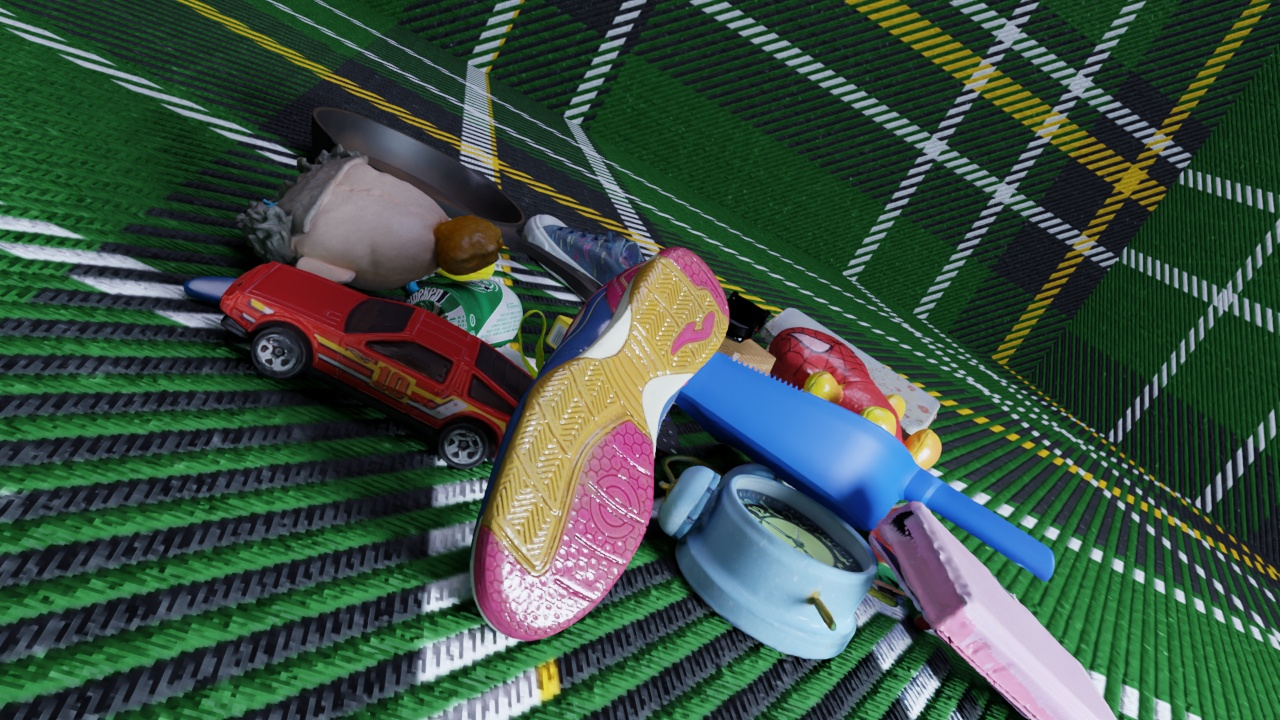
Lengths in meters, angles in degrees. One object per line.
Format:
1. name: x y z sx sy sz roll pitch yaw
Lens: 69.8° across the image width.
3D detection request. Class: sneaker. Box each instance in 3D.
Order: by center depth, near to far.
1. sneaker: -0.028 0.041 0.481 0.116 0.091 0.241 50 46 -21
2. sneaker: -0.040 -0.106 0.987 0.087 0.079 0.235 12 24 -48

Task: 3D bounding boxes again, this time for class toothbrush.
1. toothbrush: -0.211 -0.034 0.561 0.132 0.016 0.021 12 52 -50

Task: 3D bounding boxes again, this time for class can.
1. can: -0.123 -0.029 0.642 0.053 0.053 0.101 34 16 11

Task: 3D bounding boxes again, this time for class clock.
1. clock: 0.072 0.111 0.562 0.162 0.060 0.118 37 18 30

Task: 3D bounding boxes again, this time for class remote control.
1. remote control: 0.009 0.047 0.732 0.039 0.010 0.124 27 16 -14

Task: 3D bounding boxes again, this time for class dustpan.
1. dustpan: 0.155 0.086 0.638 0.258 0.059 0.245 34 -3 21

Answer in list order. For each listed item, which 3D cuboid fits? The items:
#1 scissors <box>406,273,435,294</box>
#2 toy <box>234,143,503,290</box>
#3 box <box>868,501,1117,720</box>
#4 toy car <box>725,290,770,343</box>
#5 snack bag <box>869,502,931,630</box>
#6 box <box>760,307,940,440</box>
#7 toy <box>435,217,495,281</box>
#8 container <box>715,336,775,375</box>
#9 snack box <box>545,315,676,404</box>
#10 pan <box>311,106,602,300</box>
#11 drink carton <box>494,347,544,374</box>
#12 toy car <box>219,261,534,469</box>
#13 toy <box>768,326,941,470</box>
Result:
1. scissors: -0.193 -0.068 0.708 0.103 0.015 0.133 21 17 -30
2. toy: -0.179 -0.086 0.624 0.176 0.076 0.132 13 43 6
3. box: 0.225 0.182 0.565 0.233 0.046 0.098 42 20 -30
4. toy car: 0.091 -0.036 0.860 0.042 0.036 0.091 32 25 10
5. snack bag: 0.217 0.163 0.719 0.087 0.044 0.154 26 20 3
6. box: 0.241 0.030 1.096 0.216 0.108 0.094 36 53 20
7. toy: -0.168 -0.097 0.788 0.095 0.041 0.094 33 14 11
8. container: 0.081 0.008 0.891 0.063 0.061 0.113 39 18 27
9. snack box: -0.005 0.004 0.760 0.075 0.025 0.152 35 10 34
10. pan: -0.177 -0.143 0.911 0.356 0.043 0.248 35 16 16
11. drink carton: -0.057 0.022 0.656 0.069 0.039 0.122 41 12 31
12. toy car: -0.139 0.000 0.522 0.189 0.056 0.081 26 15 -13
13. toy: 0.203 0.042 0.949 0.147 0.099 0.216 32 13 -38
